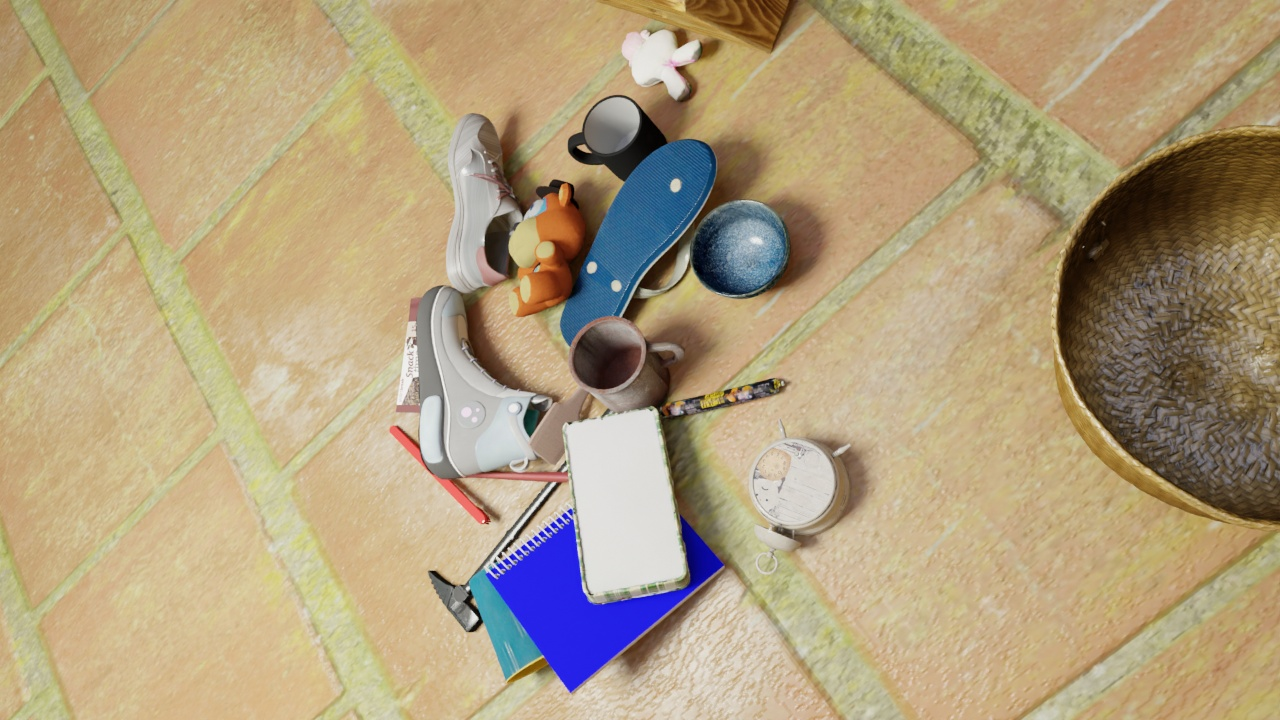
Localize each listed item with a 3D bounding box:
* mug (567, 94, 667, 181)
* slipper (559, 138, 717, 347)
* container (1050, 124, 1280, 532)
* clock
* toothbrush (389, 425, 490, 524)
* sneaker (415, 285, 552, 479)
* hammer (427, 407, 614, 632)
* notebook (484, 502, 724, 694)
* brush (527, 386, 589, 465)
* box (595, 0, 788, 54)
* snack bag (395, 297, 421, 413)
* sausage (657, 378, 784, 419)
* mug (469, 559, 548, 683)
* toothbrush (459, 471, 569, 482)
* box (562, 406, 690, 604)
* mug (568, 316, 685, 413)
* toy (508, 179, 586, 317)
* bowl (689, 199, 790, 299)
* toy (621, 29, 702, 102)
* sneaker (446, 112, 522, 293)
[{"bbox_3d":[-0.033,-0.266,1.124,0.114,0.088,0.078,-5,76,23],"label":"mug"},{"bbox_3d":[-0.001,-0.133,1.099,0.118,0.060,0.295,43,110,31],"label":"slipper"},{"bbox_3d":[0.503,-0.017,0.772,0.307,0.196,0.306,-5,78,22],"label":"container"},{"bbox_3d":[0.156,0.149,0.960,0.103,0.061,0.156,19,84,26],"label":"clock"},{"bbox_3d":[-0.256,0.144,1.165,0.212,0.018,0.012,36,90,33],"label":"toothbrush"},{"bbox_3d":[-0.192,0.017,1.139,0.160,0.093,0.256,-7,68,7],"label":"sneaker"},{"bbox_3d":[-0.135,0.175,1.109,0.095,0.015,0.325,41,95,27],"label":"hammer"},{"bbox_3d":[-0.043,0.229,1.011,0.209,0.022,0.171,-37,64,-13],"label":"notebook"},{"bbox_3d":[-0.085,0.057,1.093,0.015,0.050,0.135,11,63,52],"label":"brush"},{"bbox_3d":[0.060,-0.565,1.061,0.279,0.285,0.337,26,106,27],"label":"box"},{"bbox_3d":[-0.294,-0.008,1.221,0.057,0.013,0.157,0,78,25],"label":"snack bag"},{"bbox_3d":[0.089,0.044,1.037,0.155,0.020,0.020,-14,73,20],"label":"sausage"},{"bbox_3d":[-0.143,0.292,1.045,0.078,0.078,0.121,-35,70,12],"label":"mug"},{"bbox_3d":[-0.157,0.137,1.115,0.190,0.016,0.016,-2,64,30],"label":"toothbrush"},{"bbox_3d":[-0.018,0.156,1.007,0.118,0.051,0.205,-13,62,2],"label":"box"},{"bbox_3d":[-0.006,0.006,1.037,0.123,0.110,0.096,-12,73,14],"label":"mug"},{"bbox_3d":[-0.112,-0.139,1.122,0.096,0.112,0.175,27,69,-13],"label":"toy"},{"bbox_3d":[0.118,-0.119,1.039,0.114,0.060,0.114,-5,76,20],"label":"bowl"},{"bbox_3d":[0.025,-0.379,1.154,0.123,0.038,0.079,35,106,26],"label":"toy"},{"bbox_3d":[-0.189,-0.205,1.177,0.090,0.099,0.236,-1,85,24],"label":"sneaker"}]
